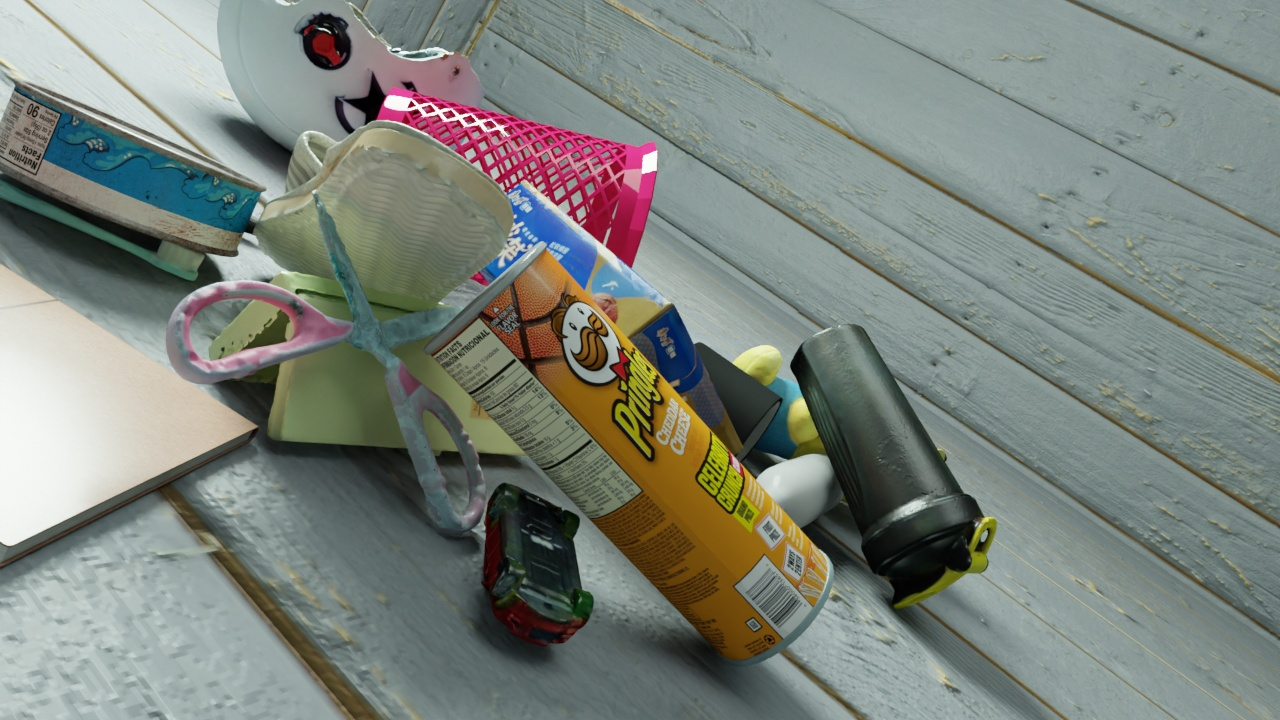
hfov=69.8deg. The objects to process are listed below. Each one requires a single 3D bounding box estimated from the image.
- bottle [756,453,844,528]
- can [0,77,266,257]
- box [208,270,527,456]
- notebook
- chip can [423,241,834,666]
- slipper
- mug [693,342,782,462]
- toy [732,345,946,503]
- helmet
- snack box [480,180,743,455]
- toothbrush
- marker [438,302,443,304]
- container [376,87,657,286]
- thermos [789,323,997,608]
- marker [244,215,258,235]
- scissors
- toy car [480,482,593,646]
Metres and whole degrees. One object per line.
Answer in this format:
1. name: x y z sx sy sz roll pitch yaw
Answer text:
1. bottle: 0.121 0.106 0.730 0.052 0.052 0.195 37 12 19
2. can: -0.279 -0.104 0.505 0.130 0.044 0.130 25 3 -1
3. box: -0.120 0.002 0.487 0.090 0.077 0.187 40 15 31
4. notebook: -0.261 -0.012 0.328 0.209 0.008 0.141 32 12 -1
5. chip can: -0.002 0.048 0.445 0.215 0.075 0.075 48 9 -11
6. slipper: -0.142 -0.074 0.497 0.114 0.054 0.273 39 -22 -24
7. mug: 0.065 0.046 0.808 0.088 0.078 0.114 36 -15 15
8. toy: 0.165 0.072 0.875 0.214 0.084 0.149 33 -13 2
9. helmet: -0.300 -0.272 0.916 0.263 0.164 0.236 19 13 -26
10. snack box: -0.031 -0.015 0.646 0.202 0.069 0.155 44 -12 45
11. toothbrush: -0.317 -0.086 0.470 0.180 0.016 0.016 25 11 -27
12. marker: -0.158 -0.040 0.681 0.133 0.020 0.017 23 12 -40
13. container: -0.123 -0.140 0.807 0.225 0.183 0.183 17 15 -13
14. thermos: 0.197 0.078 0.739 0.098 0.098 0.220 18 43 -50
15. marker: -0.308 -0.113 0.591 0.145 0.019 0.019 25 14 -31
16. scissors: -0.123 0.005 0.405 0.172 0.013 0.170 66 26 -1
17. toy car: -0.049 0.088 0.401 0.042 0.036 0.091 28 12 -22
